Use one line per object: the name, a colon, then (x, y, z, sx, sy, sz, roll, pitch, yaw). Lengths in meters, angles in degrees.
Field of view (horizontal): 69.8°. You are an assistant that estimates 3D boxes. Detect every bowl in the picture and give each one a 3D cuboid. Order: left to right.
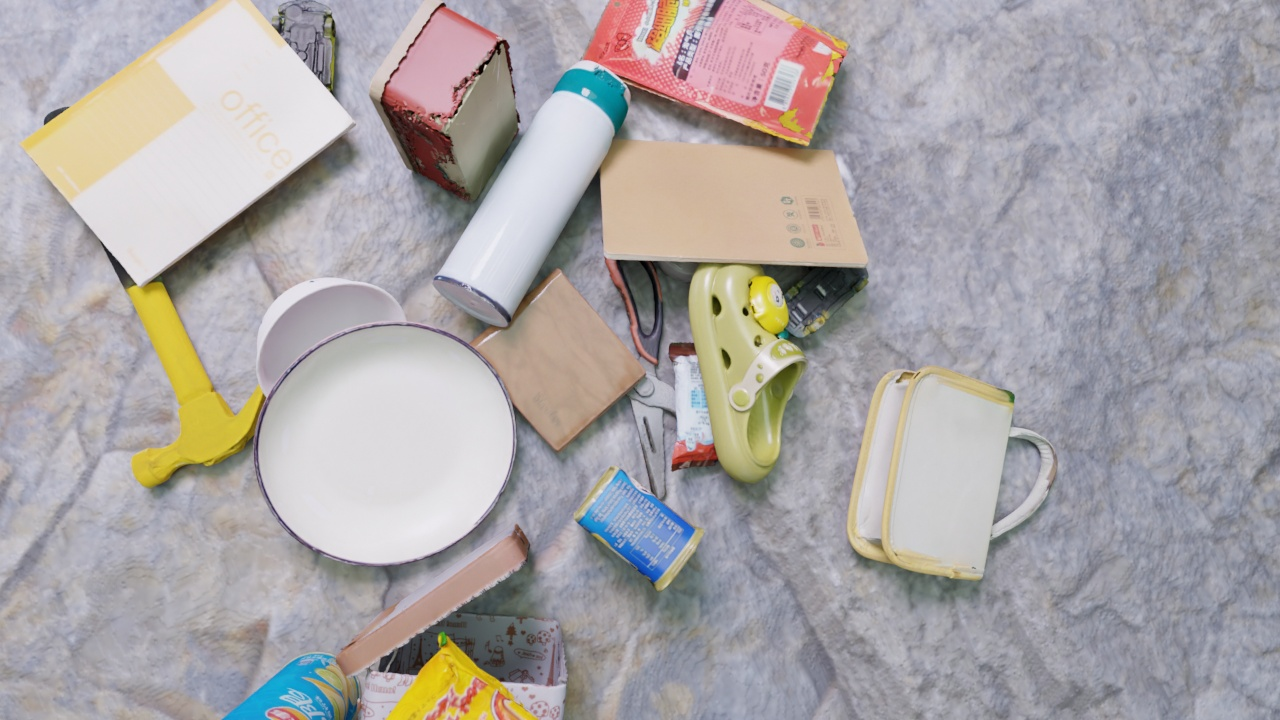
bowl: (-0.247, -0.021, 0.707, 0.118, 0.118, 0.065, -43, 52, -9)

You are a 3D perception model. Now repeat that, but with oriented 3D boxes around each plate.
plate: (-0.192, 0.062, 0.702, 0.192, 0.039, 0.192, -5, 105, -21)

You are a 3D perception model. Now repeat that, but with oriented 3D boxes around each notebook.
notebook: (-0.348, -0.175, 0.711, 0.206, 0.010, 0.146, -40, 89, -9)
notebook: (0.071, -0.131, 0.749, 0.207, 0.008, 0.147, 1, 49, -7)

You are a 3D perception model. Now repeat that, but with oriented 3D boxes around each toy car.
toy car: (-0.273, -0.240, 0.748, 0.048, 0.032, 0.105, 0, 86, -5)
toy car: (0.151, -0.057, 0.776, 0.091, 0.036, 0.043, -41, 89, -8)

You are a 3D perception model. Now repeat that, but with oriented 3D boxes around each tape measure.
tape measure: (0.043, -0.100, 0.770, 0.066, 0.034, 0.066, 45, 79, 1)

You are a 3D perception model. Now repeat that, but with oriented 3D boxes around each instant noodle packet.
instant noodle packet: (-0.113, 0.240, 0.537, 0.111, 0.044, 0.128, 41, 84, -8)

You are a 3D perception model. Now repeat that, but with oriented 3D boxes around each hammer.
hammer: (-0.387, -0.059, 0.718, 0.128, 0.033, 0.300, -26, 88, -9)

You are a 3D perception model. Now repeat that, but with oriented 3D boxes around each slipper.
slipper: (0.097, 0.003, 0.732, 0.082, 0.091, 0.190, -6, 92, 34)

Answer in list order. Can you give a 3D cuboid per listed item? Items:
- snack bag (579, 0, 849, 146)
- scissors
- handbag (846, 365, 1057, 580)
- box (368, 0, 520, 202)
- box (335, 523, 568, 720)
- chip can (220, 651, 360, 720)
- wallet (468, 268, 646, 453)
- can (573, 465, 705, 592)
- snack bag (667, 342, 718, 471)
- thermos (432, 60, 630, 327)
snack bag: (0.066, -0.264, 0.777, 0.208, 0.073, 0.128, 22, 78, 1)
scissors: (-0.008, 0.004, 0.764, 0.225, 0.015, 0.189, 24, 82, -5)
handbag: (0.268, 0.100, 0.770, 0.178, 0.063, 0.163, 15, 83, -20)
box: (-0.135, -0.182, 0.689, 0.078, 0.168, 0.091, 30, 82, 0)
box: (-0.125, 0.190, 0.651, 0.150, 0.182, 0.166, 8, 87, -6)
chip can: (-0.242, 0.251, 0.613, 0.071, 0.210, 0.071, 1, 84, -6)
wallet: (-0.067, 0.000, 0.740, 0.101, 0.020, 0.115, -42, 93, -7)
can: (-0.004, 0.126, 0.708, 0.083, 0.102, 0.057, 39, 82, 0)
snack bag: (0.043, 0.037, 0.747, 0.048, 0.026, 0.104, -1, 84, -31)
thermos: (-0.080, -0.138, 0.730, 0.073, 0.073, 0.224, 29, 75, -3)
